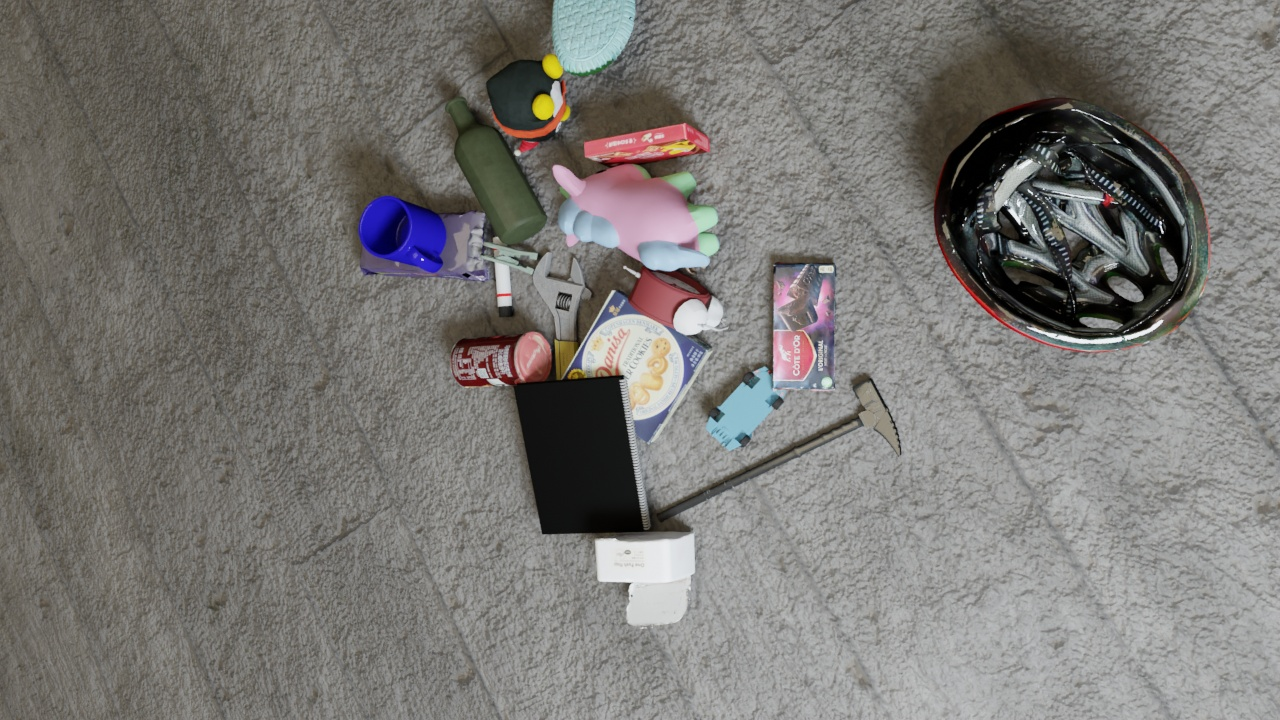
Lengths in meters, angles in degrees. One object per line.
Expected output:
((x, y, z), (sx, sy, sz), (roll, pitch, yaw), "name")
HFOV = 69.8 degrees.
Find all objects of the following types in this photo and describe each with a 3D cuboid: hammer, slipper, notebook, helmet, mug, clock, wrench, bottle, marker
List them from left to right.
((-0.301, -0.157, 1.202), (0.079, 0.083, 0.111), (-46, 75, 12), "mug")
((-0.201, -0.258, 1.224), (0.072, 0.071, 0.206), (-32, 81, 21), "bottle")
((-0.189, -0.132, 1.253), (0.019, 0.019, 0.145), (-4, 91, 23), "marker")
((-0.101, -0.008, 1.223), (0.084, 0.018, 0.273), (-1, 93, 23), "wrench")
((-0.073, 0.124, 1.171), (0.149, 0.016, 0.207), (-5, 105, 17), "notebook")
((-0.059, -0.477, 1.158), (0.116, 0.069, 0.276), (-14, 73, 22), "slipper")
((0.045, -0.072, 1.117), (0.137, 0.096, 0.048), (30, 110, 18), "clock")
((0.159, 0.136, 1.126), (0.326, 0.015, 0.095), (-29, 82, 22), "hammer")
((0.426, -0.130, 0.918), (0.218, 0.166, 0.272), (-46, 76, 18), "helmet")

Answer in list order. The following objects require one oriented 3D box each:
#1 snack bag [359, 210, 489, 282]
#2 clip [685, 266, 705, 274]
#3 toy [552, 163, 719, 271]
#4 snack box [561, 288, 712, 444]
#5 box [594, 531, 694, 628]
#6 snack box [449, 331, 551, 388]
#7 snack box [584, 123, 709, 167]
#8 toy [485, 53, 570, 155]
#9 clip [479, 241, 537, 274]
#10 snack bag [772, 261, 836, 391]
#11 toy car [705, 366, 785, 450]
((-0.303, -0.161, 1.278), (0.206, 0.058, 0.096), (4, 93, 23), "snack bag")
((0.058, -0.135, 1.148), (0.047, 0.025, 0.062), (1, 88, 23), "clip")
((-0.007, -0.166, 1.099), (0.171, 0.120, 0.222), (-16, 44, -9), "toy")
((-0.007, 0.007, 1.162), (0.145, 0.042, 0.144), (33, 105, 8), "snack box")
((0.009, 0.281, 1.146), (0.110, 0.103, 0.130), (-3, 84, 25), "box")
((-0.187, 0.001, 1.221), (0.121, 0.072, 0.072), (-4, 91, 33), "snack box")
((0.009, -0.262, 1.126), (0.133, 0.089, 0.021), (-5, 89, 23), "snack box")
((-0.141, -0.327, 1.182), (0.100, 0.119, 0.097), (6, 72, 12), "toy")
((-0.177, -0.140, 1.231), (0.076, 0.023, 0.047), (14, 97, -7), "clip")
((0.195, -0.040, 1.094), (0.075, 0.018, 0.155), (0, 92, 12), "snack bag")
((0.131, 0.060, 1.126), (0.060, 0.027, 0.108), (43, 90, 15), "toy car")
